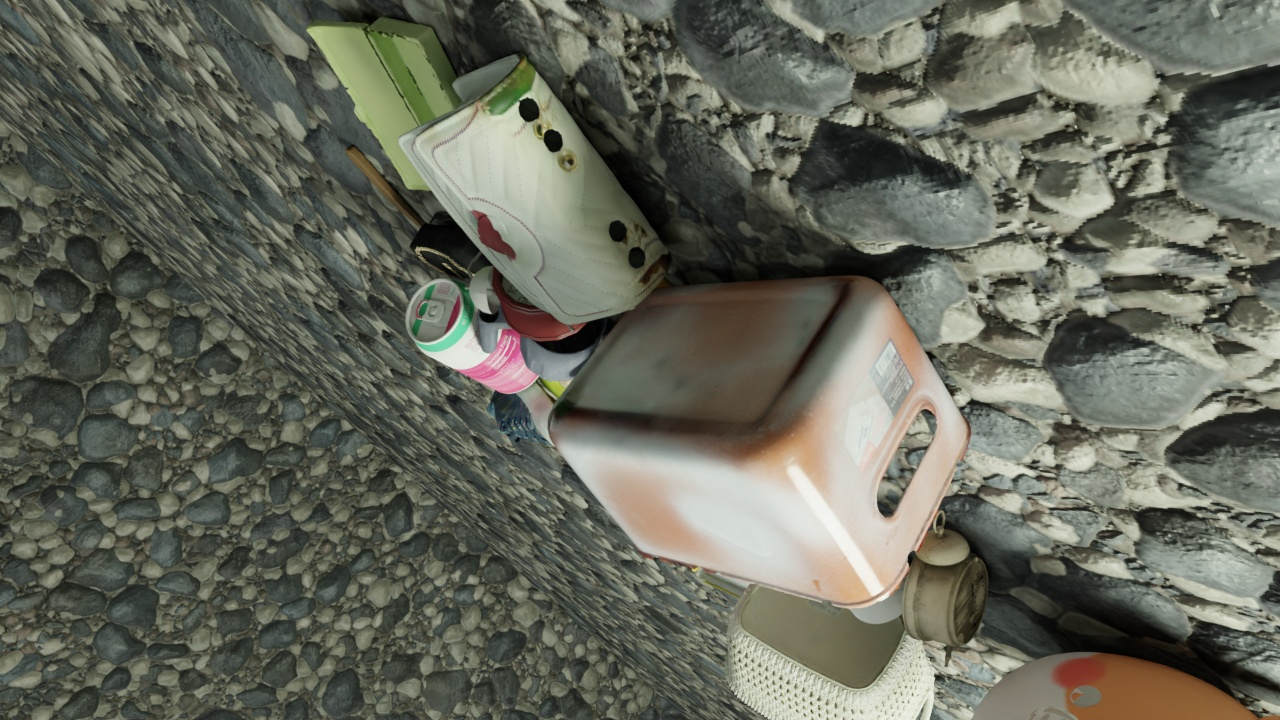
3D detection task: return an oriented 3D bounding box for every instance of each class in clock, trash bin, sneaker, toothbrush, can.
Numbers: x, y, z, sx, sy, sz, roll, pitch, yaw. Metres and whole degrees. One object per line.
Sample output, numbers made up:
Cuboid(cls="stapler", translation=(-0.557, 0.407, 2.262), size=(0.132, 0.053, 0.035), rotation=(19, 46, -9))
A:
Cuboid(cls="clock", translation=(-0.097, -0.073, 0.844), size=(0.138, 0.096, 0.048), rotation=(27, 156, 20))
Cuboid(cls="trash bin", translation=(0.075, 0.046, 0.681), size=(0.260, 0.181, 0.157), rotation=(1, 137, 50))
Cuboid(cls="sneaker", translation=(-0.143, 0.068, 1.146), size=(0.087, 0.079, 0.235), rotation=(44, 174, -27))
Cuboid(cls="clock", translation=(0.279, 0.198, 0.829), size=(0.055, 0.092, 0.141), rotation=(8, 119, 42))
Cuboid(cls="toothbrush", translation=(-0.267, -0.171, 1.023), size=(0.016, 0.016, 0.167), rotation=(3, 139, 54))
Cuboid(cls="can", translation=(-0.179, -0.026, 1.020), size=(0.088, 0.088, 0.166), rotation=(24, 174, 32))

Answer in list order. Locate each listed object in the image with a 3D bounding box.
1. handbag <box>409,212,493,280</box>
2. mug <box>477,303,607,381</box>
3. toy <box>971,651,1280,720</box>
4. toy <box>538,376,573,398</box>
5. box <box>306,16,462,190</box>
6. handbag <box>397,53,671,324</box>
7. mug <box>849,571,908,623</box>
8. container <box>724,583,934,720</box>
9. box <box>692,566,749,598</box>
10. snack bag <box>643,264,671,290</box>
Cuboid(cls="handbag", translation=(-0.186, -0.113, 0.978), size=(0.129, 0.054, 0.079), rotation=(10, 157, 45))
Cuboid(cls="mug", translation=(-0.101, -0.029, 0.921), size=(0.124, 0.083, 0.104), rotation=(-2, 163, -10))
Cuboid(cls="toy", translation=(0.399, 0.369, 0.741), size=(0.265, 0.262, 0.282), rotation=(41, 141, -15))
Cuboid(cls="toy", translation=(-0.077, 0.024, 1.082), size=(0.092, 0.043, 0.118), rotation=(42, 157, -5))
Cuboid(cls="box", translation=(-0.195, -0.213, 0.801), size=(0.139, 0.030, 0.187), rotation=(17, 151, 31))
Cuboid(cls="handbag", translation=(-0.079, -0.125, 0.711), size=(0.142, 0.096, 0.198), rotation=(5, 139, 53))
Cuboid(cls="mug", translation=(0.222, 0.206, 0.955), size=(0.090, 0.074, 0.110), rotation=(51, -179, -30))
Cuboid(cls="container", translation=(0.221, 0.350, 1.102), size=(0.252, 0.184, 0.143), rotation=(21, 141, 34))
Cuboid(cls="box", translation=(0.130, 0.299, 1.316), size=(0.210, 0.045, 0.128), rotation=(13, 147, 50))
Cuboid(cls="snack bag", translation=(0.024, -0.051, 0.801), size=(0.099, 0.020, 0.026), rotation=(40, 161, -6))
